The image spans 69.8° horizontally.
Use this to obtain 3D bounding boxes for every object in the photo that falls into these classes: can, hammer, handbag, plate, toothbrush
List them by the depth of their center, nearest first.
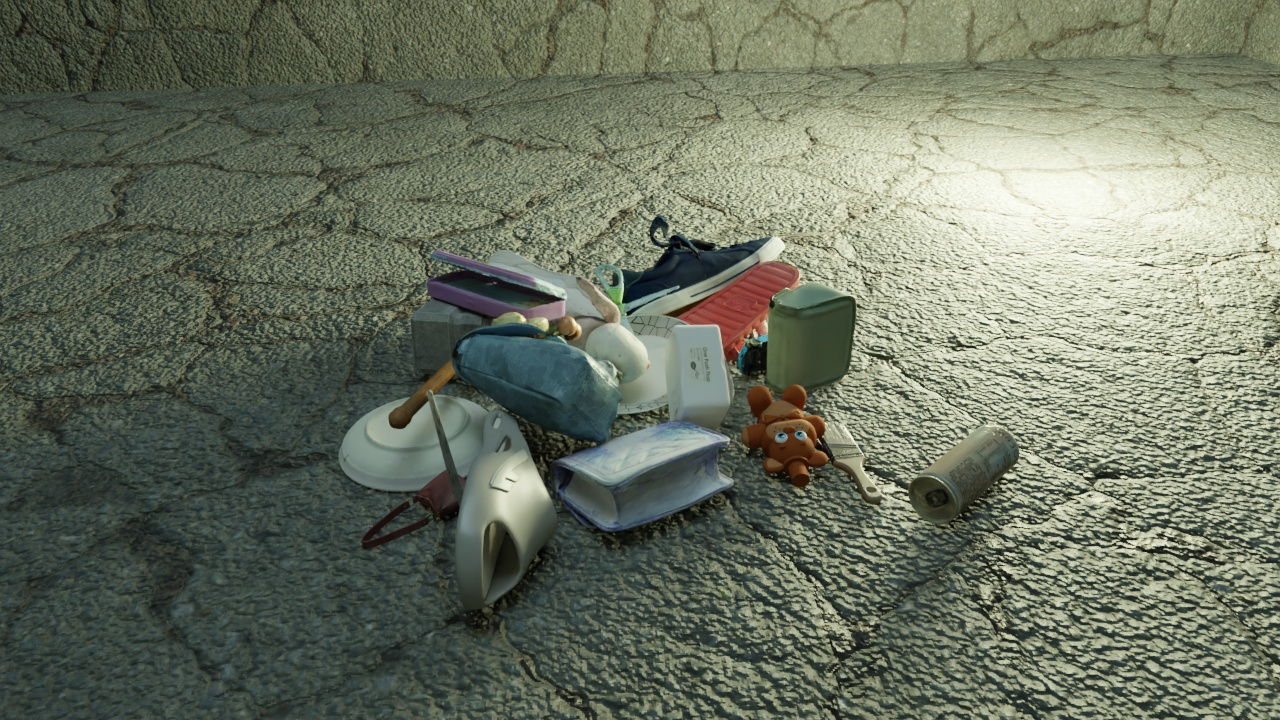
[{"bbox_3d":[-0.175,0.105,0.847,0.010,0.182,0.010,-7,32,1],"label":"toothbrush"},{"bbox_3d":[-0.229,0.154,0.927,0.119,0.029,0.055,-30,37,-33],"label":"handbag"},{"bbox_3d":[0.333,0.114,0.937,0.135,0.054,0.054,-26,37,-36],"label":"can"},{"bbox_3d":[0.002,0.115,0.947,0.158,0.069,0.127,-18,19,-29],"label":"handbag"},{"bbox_3d":[-0.104,0.008,0.986,0.192,0.121,0.118,13,71,41],"label":"handbag"},{"bbox_3d":[-0.252,0.083,1.046,0.182,0.034,0.182,-1,28,1],"label":"plate"},{"bbox_3d":[-0.224,0.010,1.081,0.163,0.083,0.317,3,21,9],"label":"hammer"},{"bbox_3d":[0.204,-0.030,1.137,0.106,0.122,0.067,-19,33,-28],"label":"handbag"},{"bbox_3d":[-0.007,0.007,1.158,0.189,0.016,0.188,-7,40,6],"label":"plate"}]

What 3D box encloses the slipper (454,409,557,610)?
[{"bbox_3d":[-0.119,0.131,0.885,0.080,0.113,0.265,0,22,-1],"label":"slipper"}]

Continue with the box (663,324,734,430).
[{"bbox_3d":[0.079,0.023,1.048,0.091,0.103,0.107,-1,67,-6],"label":"box"}]

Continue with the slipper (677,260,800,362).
[{"bbox_3d":[0.125,-0.049,1.240,0.248,0.059,0.103,-37,44,-25],"label":"slipper"}]

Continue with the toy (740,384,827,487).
[{"bbox_3d":[0.159,0.082,0.998,0.095,0.065,0.127,-9,34,0],"label":"toy"}]

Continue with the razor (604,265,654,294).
[{"bbox_3d":[-0.003,-0.107,1.364,0.064,0.053,0.140,14,30,30],"label":"razor"}]

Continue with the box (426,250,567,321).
[{"bbox_3d":[-0.184,-0.094,1.167,0.214,0.065,0.077,18,14,40],"label":"box"}]

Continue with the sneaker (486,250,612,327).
[{"bbox_3d":[-0.142,-0.069,1.284,0.237,0.090,0.104,25,61,24],"label":"sneaker"}]

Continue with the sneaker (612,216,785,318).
[{"bbox_3d":[0.081,-0.146,1.317,0.293,0.127,0.121,-24,-8,-30],"label":"sneaker"}]

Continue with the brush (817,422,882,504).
[{"bbox_3d":[0.226,0.108,0.997,0.039,0.012,0.151,-5,29,-7],"label":"brush"}]

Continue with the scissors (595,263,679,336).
[{"bbox_3d":[-0.029,-0.064,1.197,0.171,0.021,0.172,-24,50,-5],"label":"scissors"}]

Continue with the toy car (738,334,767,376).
[{"bbox_3d":[0.165,-0.014,1.186,0.105,0.048,0.032,-21,35,-30],"label":"toy car"}]

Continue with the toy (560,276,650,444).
[{"bbox_3d":[-0.037,0.008,1.083,0.105,0.131,0.205,4,50,-12],"label":"toy"}]
